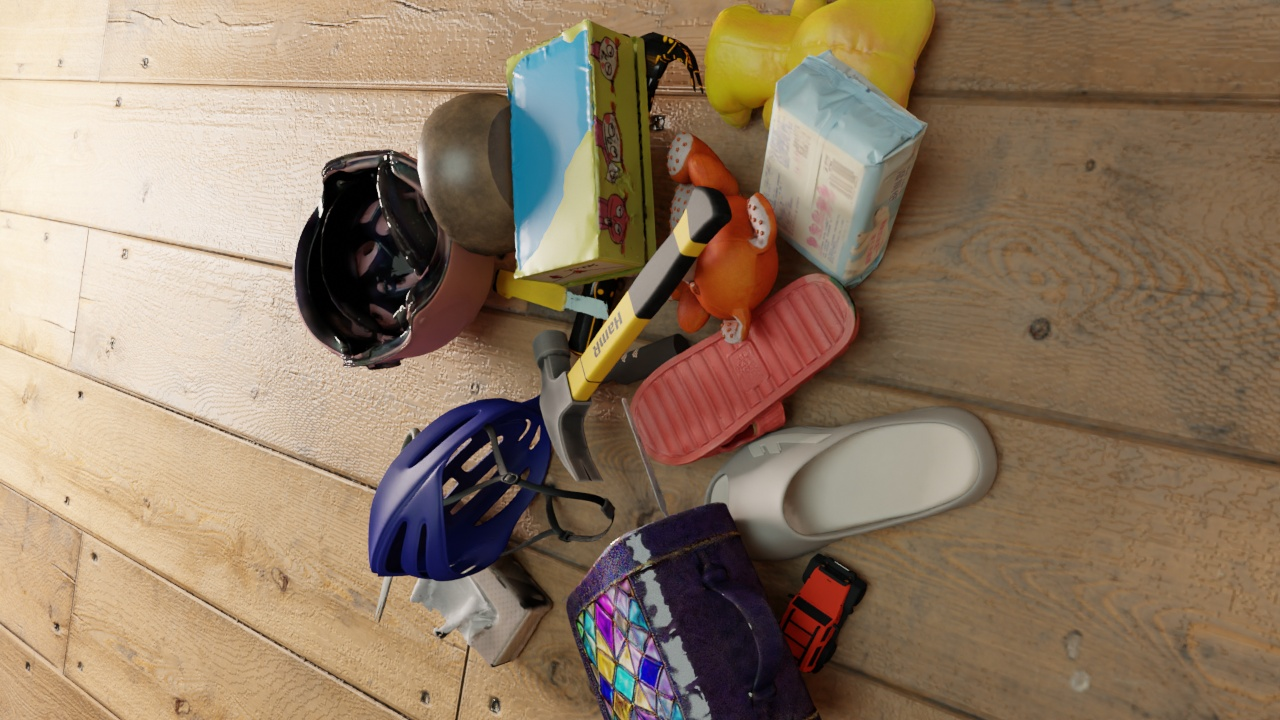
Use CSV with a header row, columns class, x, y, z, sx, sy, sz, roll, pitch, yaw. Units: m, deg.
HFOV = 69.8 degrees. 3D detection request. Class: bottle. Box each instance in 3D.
class,x,y,z,sx,sy,sz,roll,pitch,yaw
bottle,-0.005,0.005,0.906,0.113,0.030,0.030,-21,77,31

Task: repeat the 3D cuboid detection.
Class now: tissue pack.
class,x,y,z,sx,sy,sz,roll,pitch,yaw
tissue pack,-0.191,0.243,1.000,0.181,0.071,0.104,42,109,24
tissue pack,0.157,-0.148,0.741,0.069,0.182,0.112,-37,65,-19

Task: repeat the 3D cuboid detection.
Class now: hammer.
class,x,y,z,sx,sy,sz,roll,pitch,yaw
hammer,-0.012,-0.027,0.784,0.326,0.034,0.169,-51,45,45
hammer,-0.017,-0.151,0.889,0.123,0.036,0.321,29,111,40

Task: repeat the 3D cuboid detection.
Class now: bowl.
class,x,y,z,sx,sy,sz,roll,pitch,yaw
bowl,-0.138,-0.189,0.914,0.070,0.162,0.162,-6,84,34

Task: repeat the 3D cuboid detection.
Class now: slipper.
class,x,y,z,sx,sy,sz,roll,pitch,yaw
slipper,0.095,0.016,0.819,0.249,0.059,0.103,-35,64,29
slipper,0.155,0.106,0.765,0.267,0.080,0.113,-18,81,32

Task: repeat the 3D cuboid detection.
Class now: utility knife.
class,x,y,z,sx,sy,sz,roll,pitch,yaw
utility knife,-0.097,-0.067,0.945,0.219,0.019,0.030,20,110,53

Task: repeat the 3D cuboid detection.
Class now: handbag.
class,x,y,z,sx,sy,sz,roll,pitch,yaw
handbag,0.046,0.241,0.761,0.223,0.125,0.204,-49,60,54

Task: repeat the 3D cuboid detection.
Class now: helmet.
class,x,y,z,sx,sy,sz,roll,pitch,yaw
helmet,-0.265,-0.109,1.010,0.256,0.152,0.230,-25,77,32
helmet,-0.144,0.143,0.905,0.228,0.148,0.241,25,68,36

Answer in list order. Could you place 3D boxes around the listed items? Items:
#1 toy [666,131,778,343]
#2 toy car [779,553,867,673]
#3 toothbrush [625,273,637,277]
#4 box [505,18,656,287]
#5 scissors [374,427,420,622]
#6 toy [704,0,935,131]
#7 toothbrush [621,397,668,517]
class,x,y,z,sx,sy,sz,roll,pitch,yaw
toy,0.060,-0.100,0.796,0.172,0.092,0.164,-119,32,-56
toy car,0.148,0.219,0.783,0.051,0.048,0.100,31,104,31
toothbrush,-0.055,-0.118,0.952,0.135,0.016,0.022,32,112,31
box,-0.056,-0.187,0.854,0.125,0.081,0.221,-10,80,42
scissors,-0.275,0.183,1.048,0.134,0.016,0.228,16,88,57
toy,0.144,-0.263,0.787,0.194,0.087,0.134,17,93,33
toothbrush,0.009,0.114,0.851,0.010,0.010,0.181,-5,116,33
